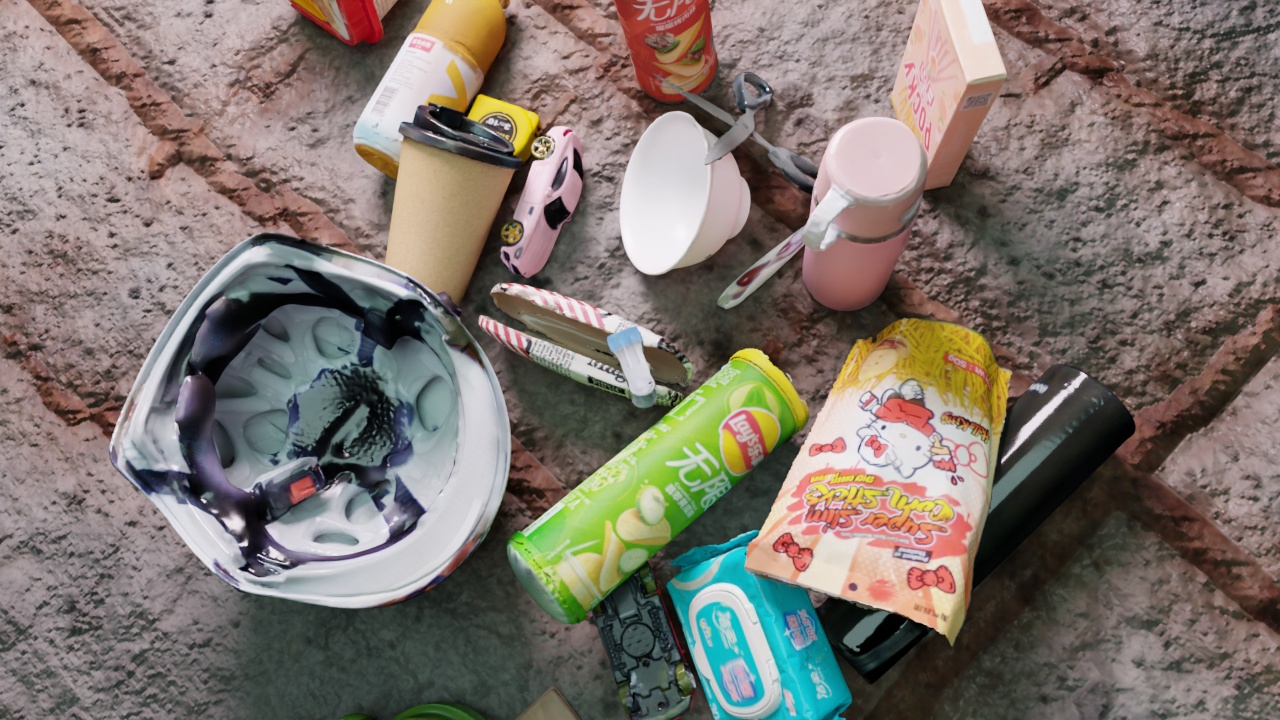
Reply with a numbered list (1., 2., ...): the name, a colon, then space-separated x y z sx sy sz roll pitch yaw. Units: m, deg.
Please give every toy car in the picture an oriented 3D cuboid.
1. toy car: 0.000 0.189 0.632 0.053 0.045 0.120 -21 69 3
2. toy car: -0.072 -0.121 0.710 0.037 0.056 0.122 16 80 17

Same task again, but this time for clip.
1. clip: -0.004 0.004 0.627 0.024 0.027 0.056 -20 65 -2

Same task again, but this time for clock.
1. clock: -0.162 0.294 0.615 0.161 0.056 0.116 -11 74 18

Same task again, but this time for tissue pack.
1. tissue pack: 0.073 0.180 0.599 0.050 0.093 0.133 -8 70 -39

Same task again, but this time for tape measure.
1. tape measure: -0.113 -0.180 0.742 0.060 0.029 0.057 20 79 11

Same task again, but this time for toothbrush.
1. toothbrush: 0.130 -0.102 0.698 0.187 0.017 0.016 -41 75 -4

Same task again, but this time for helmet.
1. helmet: -0.205 0.048 0.641 0.258 0.146 0.229 28 85 4

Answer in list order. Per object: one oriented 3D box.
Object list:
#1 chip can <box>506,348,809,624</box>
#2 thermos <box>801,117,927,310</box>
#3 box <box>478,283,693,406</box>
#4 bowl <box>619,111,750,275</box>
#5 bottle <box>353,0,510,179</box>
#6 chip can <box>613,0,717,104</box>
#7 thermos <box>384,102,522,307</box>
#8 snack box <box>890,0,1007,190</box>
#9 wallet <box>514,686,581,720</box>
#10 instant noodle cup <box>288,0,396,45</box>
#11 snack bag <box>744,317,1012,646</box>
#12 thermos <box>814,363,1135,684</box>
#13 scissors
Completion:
1. chip can: 0.012 0.084 0.617 0.221 0.073 0.072 -38 75 -16
2. thermos: 0.136 -0.083 0.600 0.067 0.198 0.087 42 86 13
3. box: -0.044 0.000 0.674 0.164 0.076 0.073 20 75 9
4. bowl: 0.041 -0.119 0.682 0.064 0.119 0.118 5 74 -32
5. bottle: -0.160 -0.236 0.741 0.068 0.068 0.189 26 81 12
6. chip can: 0.012 -0.264 0.649 0.073 0.216 0.073 -2 76 8
7. thermos: -0.147 -0.113 0.688 0.093 0.093 0.143 22 104 12
8. snack box: 0.208 -0.188 0.636 0.026 0.157 0.084 -12 75 2
9. wallet: -0.063 0.302 0.629 0.101 0.020 0.115 -41 73 -5
10. instant noodle cup: -0.237 -0.350 0.762 0.116 0.117 0.124 36 71 14
11. snack bag: 0.161 0.067 0.584 0.129 0.073 0.207 16 52 22
12. thermos: 0.219 0.110 0.601 0.242 0.090 0.068 -44 96 -4
13. scissors: 0.078 -0.166 0.668 0.159 0.180 0.014 41 128 -11
